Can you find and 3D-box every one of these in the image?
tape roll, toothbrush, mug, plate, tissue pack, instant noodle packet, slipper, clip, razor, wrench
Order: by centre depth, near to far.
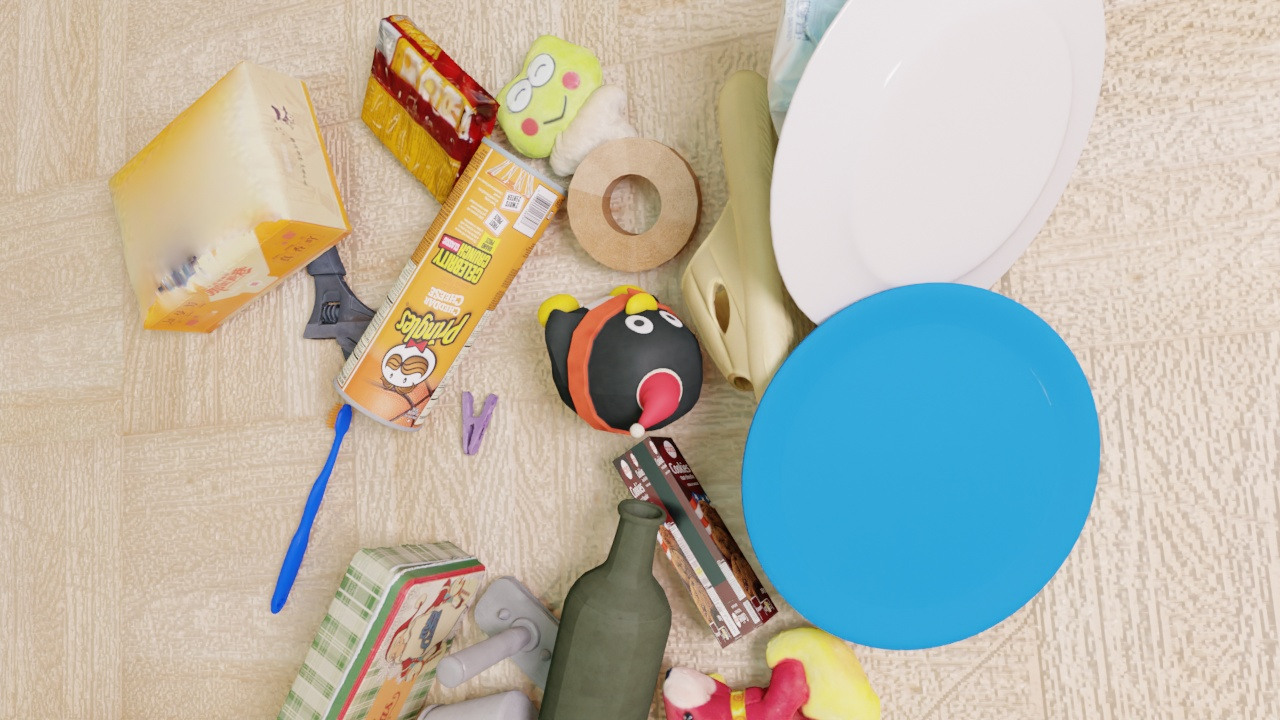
[{"bbox_3d":[0.175,-0.115,0.506,0.242,0.242,0.016,-54,42,7],"label":"plate"},{"bbox_3d":[0.119,-0.169,0.552,0.070,0.182,0.112,8,81,20],"label":"tissue pack"},{"bbox_3d":[0.167,0.065,0.552,0.224,0.024,0.224,-1,100,-9],"label":"plate"},{"bbox_3d":[0.064,-0.061,0.599,0.079,0.111,0.261,-7,80,18],"label":"slipper"},{"bbox_3d":[-0.099,0.198,0.628,0.088,0.116,0.047,39,103,19],"label":"razor"},{"bbox_3d":[-0.109,0.291,0.636,0.071,0.084,0.113,-18,61,15],"label":"mug"},{"bbox_3d":[-0.004,-0.111,0.657,0.094,0.027,0.094,2,101,11],"label":"tape roll"},{"bbox_3d":[-0.123,0.045,0.707,0.046,0.014,0.050,-23,75,13],"label":"clip"},{"bbox_3d":[-0.169,-0.197,0.718,0.135,0.039,0.099,45,129,18],"label":"instant noodle packet"},{"bbox_3d":[-0.271,0.120,0.750,0.018,0.016,0.182,21,92,25],"label":"toothbrush"},{"bbox_3d":[-0.272,-0.106,0.769,0.073,0.022,0.273,-24,78,18],"label":"wrench"}]

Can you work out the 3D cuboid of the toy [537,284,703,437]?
[{"bbox_3d":[-0.004,0.003,0.615,0.119,0.097,0.100,15,111,51],"label":"toy"}]

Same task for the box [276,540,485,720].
[{"bbox_3d":[-0.193,0.229,0.660,0.050,0.117,0.205,29,93,24],"label":"box"}]

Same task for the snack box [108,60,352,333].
[{"bbox_3d":[-0.346,-0.126,0.749,0.196,0.080,0.145,-27,76,26],"label":"snack box"}]

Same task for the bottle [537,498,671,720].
[{"bbox_3d":[-0.021,0.192,0.602,0.071,0.071,0.207,18,104,20],"label":"bottle"}]

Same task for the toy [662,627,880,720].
[{"bbox_3d":[0.086,0.231,0.594,0.137,0.067,0.105,-12,83,6],"label":"toy"}]

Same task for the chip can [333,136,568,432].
[{"bbox_3d":[-0.142,-0.055,0.690,0.075,0.075,0.215,36,97,19],"label":"chip can"}]

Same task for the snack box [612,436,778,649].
[{"bbox_3d":[0.037,0.119,0.622,0.032,0.051,0.141,-35,74,13],"label":"snack box"}]

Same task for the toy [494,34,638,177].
[{"bbox_3d":[-0.053,-0.184,0.688,0.115,0.046,0.092,42,101,10],"label":"toy"}]
